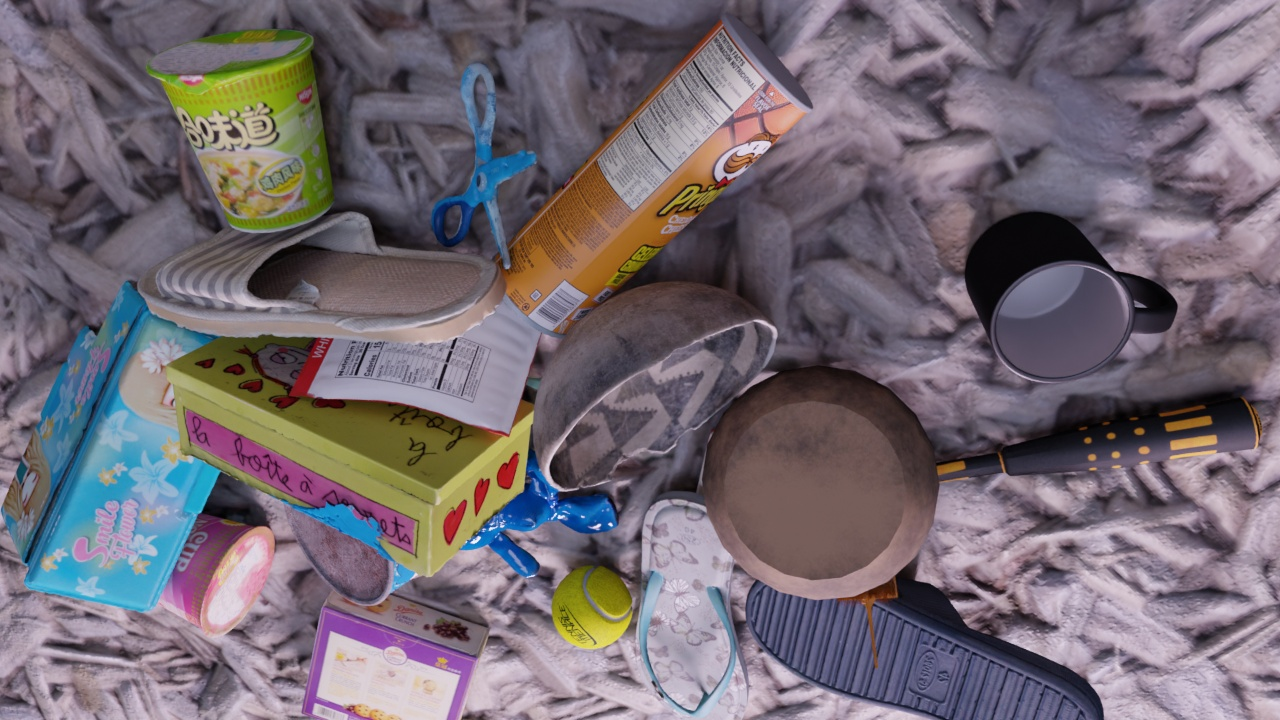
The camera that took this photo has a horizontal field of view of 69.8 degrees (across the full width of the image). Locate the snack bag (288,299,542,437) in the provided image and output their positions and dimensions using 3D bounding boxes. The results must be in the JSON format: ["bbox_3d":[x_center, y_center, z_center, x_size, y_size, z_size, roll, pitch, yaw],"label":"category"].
[{"bbox_3d":[-0.142,-0.017,0.618,0.144,0.130,0.039,11,143,3],"label":"snack bag"}]

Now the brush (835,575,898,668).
[{"bbox_3d":[0.160,0.153,0.658,0.048,0.017,0.126,-8,85,18],"label":"brush"}]

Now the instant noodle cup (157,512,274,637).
[{"bbox_3d":[-0.385,0.167,0.775,0.108,0.097,0.098,19,119,7],"label":"instant noodle cup"}]

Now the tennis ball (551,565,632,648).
[{"bbox_3d":[-0.040,0.201,0.748,0.065,0.065,0.065,4,118,7],"label":"tennis ball"}]

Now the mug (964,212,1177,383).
[{"bbox_3d":[0.264,-0.039,0.562,0.113,0.087,0.078,6,118,6],"label":"mug"}]

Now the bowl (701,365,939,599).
[{"bbox_3d":[0.119,0.084,0.621,0.162,0.070,0.162,0,89,14],"label":"bowl"}]

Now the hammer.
[{"bbox_3d":[0.260,0.075,0.656,0.321,0.036,0.123,-12,116,17],"label":"hammer"}]

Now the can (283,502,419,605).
[{"bbox_3d":[-0.221,0.123,0.716,0.130,0.044,0.130,17,120,32],"label":"can"}]

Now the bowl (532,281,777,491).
[{"bbox_3d":[-0.004,0.003,0.603,0.179,0.178,0.081,-44,70,25],"label":"bowl"}]

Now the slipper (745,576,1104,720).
[{"bbox_3d":[0.212,0.212,0.700,0.264,0.082,0.101,15,115,27],"label":"slipper"}]

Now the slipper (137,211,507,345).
[{"bbox_3d":[-0.213,-0.056,0.596,0.273,0.114,0.054,6,123,21],"label":"slipper"}]

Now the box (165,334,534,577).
[{"bbox_3d":[-0.195,0.047,0.630,0.221,0.124,0.083,20,122,21],"label":"box"}]

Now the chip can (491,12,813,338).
[{"bbox_3d":[0.001,-0.109,0.574,0.075,0.075,0.215,42,116,-13],"label":"chip can"}]

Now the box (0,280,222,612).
[{"bbox_3d":[-0.400,0.060,0.693,0.169,0.086,0.227,27,94,5],"label":"box"}]

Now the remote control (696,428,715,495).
[{"bbox_3d":[0.062,0.106,0.710,0.038,0.018,0.126,12,118,3],"label":"remote control"}]

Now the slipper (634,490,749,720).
[{"bbox_3d":[0.033,0.222,0.744,0.098,0.054,0.269,6,123,20],"label":"slipper"}]

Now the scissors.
[{"bbox_3d":[-0.106,-0.118,0.595,0.140,0.011,0.134,-27,76,48],"label":"scissors"}]

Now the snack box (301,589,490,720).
[{"bbox_3d":[-0.224,0.282,0.833,0.143,0.040,0.148,20,118,-2],"label":"snack box"}]

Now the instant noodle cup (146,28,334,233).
[{"bbox_3d":[-0.246,-0.146,0.590,0.099,0.098,0.108,1,126,8],"label":"instant noodle cup"}]

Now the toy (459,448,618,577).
[{"bbox_3d":[-0.113,0.111,0.714,0.176,0.070,0.113,-5,127,11],"label":"toy"}]

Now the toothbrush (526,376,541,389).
[{"bbox_3d":[-0.059,0.019,0.683,0.135,0.017,0.022,7,115,6],"label":"toothbrush"}]
